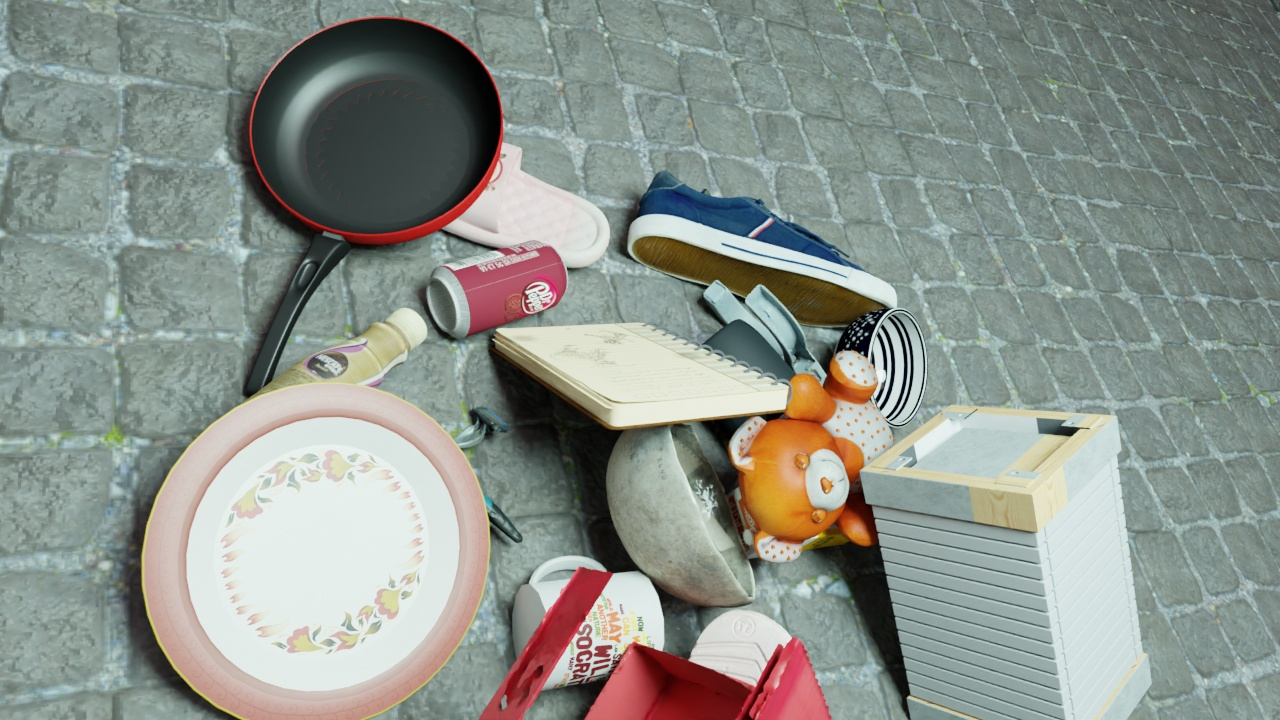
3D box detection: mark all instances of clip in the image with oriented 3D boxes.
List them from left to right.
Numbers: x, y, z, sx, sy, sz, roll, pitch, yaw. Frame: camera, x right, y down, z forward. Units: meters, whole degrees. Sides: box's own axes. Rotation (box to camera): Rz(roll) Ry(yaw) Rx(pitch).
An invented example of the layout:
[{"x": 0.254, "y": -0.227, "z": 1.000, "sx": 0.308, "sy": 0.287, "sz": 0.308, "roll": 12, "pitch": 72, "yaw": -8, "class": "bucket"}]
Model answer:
[{"x": 0.119, "y": -0.025, "z": 0.915, "sx": 0.030, "sy": 0.159, "sz": 0.174, "roll": -45, "pitch": 125, "yaw": -7, "class": "clip"}]

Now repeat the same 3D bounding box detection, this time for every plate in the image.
[{"x": -0.211, "y": 0.129, "z": 0.626, "sx": 0.229, "sy": 0.021, "sz": 0.229, "roll": 7, "pitch": 78, "yaw": -33, "class": "plate"}]

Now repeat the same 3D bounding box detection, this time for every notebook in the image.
[{"x": -0.005, "y": 0.004, "z": 0.746, "sx": 0.167, "sy": 0.226, "sz": 0.024, "roll": -4, "pitch": 107, "yaw": -30, "class": "notebook"}]

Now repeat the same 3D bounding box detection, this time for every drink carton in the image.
[{"x": 0.137, "y": 0.139, "z": 0.827, "sx": 0.122, "sy": 0.040, "sz": 0.058, "roll": -2, "pitch": 62, "yaw": -29, "class": "drink carton"}]

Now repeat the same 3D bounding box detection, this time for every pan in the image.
[{"x": -0.242, "y": -0.129, "z": 0.762, "sx": 0.209, "sy": 0.067, "sz": 0.355, "roll": 16, "pitch": 73, "yaw": 2, "class": "pan"}]

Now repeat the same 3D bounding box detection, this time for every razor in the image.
[{"x": -0.174, "y": 0.070, "z": 0.717, "sx": 0.144, "sy": 0.022, "sz": 0.043, "roll": -18, "pitch": 29, "yaw": -30, "class": "razor"}]

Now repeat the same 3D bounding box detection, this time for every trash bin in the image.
[{"x": 0.303, "y": 0.180, "z": 0.755, "sx": 0.142, "sy": 0.143, "sz": 0.247, "roll": -26, "pitch": 108, "yaw": -37, "class": "trash bin"}]

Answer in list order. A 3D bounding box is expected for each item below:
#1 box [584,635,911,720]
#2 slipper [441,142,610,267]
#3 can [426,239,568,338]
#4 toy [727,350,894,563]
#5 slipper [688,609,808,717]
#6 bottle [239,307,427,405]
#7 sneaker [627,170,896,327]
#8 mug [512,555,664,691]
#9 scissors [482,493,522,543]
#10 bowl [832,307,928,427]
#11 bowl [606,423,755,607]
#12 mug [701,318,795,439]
[{"x": 0.029, "y": 0.268, "z": 0.490, "sx": 0.121, "sy": 0.319, "sz": 0.210, "roll": 38, "pitch": 66, "yaw": -5, "class": "box"}, {"x": -0.130, "y": -0.153, "z": 0.853, "sx": 0.221, "sy": 0.056, "sz": 0.106, "roll": 24, "pitch": 54, "yaw": -12, "class": "slipper"}, {"x": -0.123, "y": -0.063, "z": 0.796, "sx": 0.113, "sy": 0.063, "sz": 0.063, "roll": -22, "pitch": 74, "yaw": -36, "class": "can"}, {"x": 0.155, "y": 0.087, "z": 0.778, "sx": 0.172, "sy": 0.093, "sz": 0.164, "roll": -23, "pitch": 98, "yaw": -33, "class": "toy"}, {"x": 0.063, "y": 0.302, "z": 0.653, "sx": 0.094, "sy": 0.064, "sz": 0.238, "roll": 9, "pitch": 68, "yaw": 29, "class": "slipper"}, {"x": -0.228, "y": 0.016, "z": 0.694, "sx": 0.059, "sy": 0.060, "sz": 0.165, "roll": 42, "pitch": 50, "yaw": 1, "class": "bottle"}, {"x": 0.133, "y": -0.123, "z": 0.947, "sx": 0.294, "sy": 0.121, "sz": 0.127, "roll": 19, "pitch": 67, "yaw": -13, "class": "sneaker"}, {"x": -0.045, "y": 0.188, "z": 0.686, "sx": 0.089, "sy": 0.074, "sz": 0.105, "roll": 0, "pitch": 36, "yaw": -28, "class": "mug"}, {"x": -0.150, "y": 0.104, "z": 0.692, "sx": 0.122, "sy": 0.019, "sz": 0.148, "roll": 2, "pitch": 78, "yaw": -21, "class": "scissors"}, {"x": 0.235, "y": 0.007, "z": 0.937, "sx": 0.120, "sy": 0.066, "sz": 0.120, "roll": -1, "pitch": 92, "yaw": -46, "class": "bowl"}, {"x": 0.022, "y": 0.121, "z": 0.728, "sx": 0.081, "sy": 0.178, "sz": 0.178, "roll": -27, "pitch": 71, "yaw": 8, "class": "bowl"}, {"x": 0.101, "y": 0.017, "z": 0.864, "sx": 0.094, "sy": 0.085, "sz": 0.121, "roll": 50, "pitch": 23, "yaw": 8, "class": "mug"}]
